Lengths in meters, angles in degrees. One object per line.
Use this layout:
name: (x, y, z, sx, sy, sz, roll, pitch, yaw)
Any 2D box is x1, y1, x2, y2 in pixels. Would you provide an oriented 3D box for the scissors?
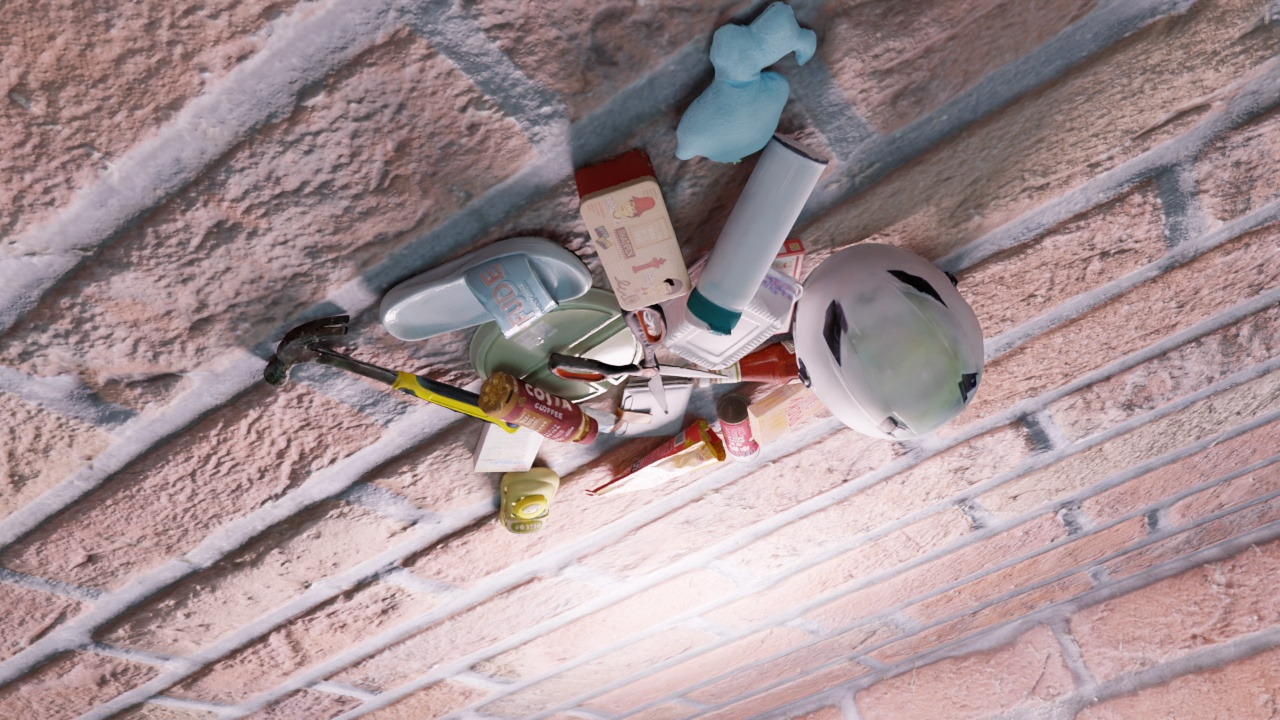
scissors: (-0.006, 0.006, 1.138, 0.221, 0.021, 0.231, -5, 142, 12)

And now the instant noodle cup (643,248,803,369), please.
instant noodle cup: (0.099, -0.053, 1.118, 0.138, 0.060, 0.174, 24, 138, -26)

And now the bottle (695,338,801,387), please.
bottle: (0.179, 0.005, 1.263, 0.206, 0.059, 0.060, -8, 145, -2)

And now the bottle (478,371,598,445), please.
bottle: (-0.128, 0.068, 1.196, 0.058, 0.057, 0.174, -35, 139, 27)

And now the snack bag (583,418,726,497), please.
snack bag: (0.023, 0.164, 1.413, 0.208, 0.073, 0.128, -28, 169, 18)

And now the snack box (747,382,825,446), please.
snack box: (0.230, 0.058, 1.336, 0.157, 0.026, 0.084, -31, 145, -9)

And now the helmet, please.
helmet: (0.313, -0.008, 1.126, 0.229, 0.145, 0.259, -30, 113, 6)

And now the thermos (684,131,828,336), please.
thermos: (0.116, -0.129, 0.985, 0.073, 0.073, 0.225, 12, 116, -32)

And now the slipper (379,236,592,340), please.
slipper: (-0.175, -0.068, 1.029, 0.245, 0.074, 0.104, -16, 144, 6)

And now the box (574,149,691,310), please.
box: (-0.006, -0.143, 0.991, 0.091, 0.077, 0.168, -17, 139, 6)

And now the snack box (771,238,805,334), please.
snack box: (0.156, -0.086, 1.153, 0.077, 0.027, 0.156, -8, 144, -7)

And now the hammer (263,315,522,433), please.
hammer: (-0.285, 0.029, 1.140, 0.323, 0.031, 0.126, 22, 131, -32)

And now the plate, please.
plate: (-0.102, -0.010, 1.172, 0.230, 0.027, 0.231, -9, 144, -7)

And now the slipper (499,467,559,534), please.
slipper: (-0.174, 0.235, 1.442, 0.091, 0.081, 0.191, -4, 146, -17)

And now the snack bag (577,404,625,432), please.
snack bag: (-0.074, 0.082, 1.296, 0.104, 0.026, 0.048, 16, 149, -12)

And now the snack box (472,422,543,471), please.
snack box: (-0.183, 0.107, 1.307, 0.084, 0.026, 0.157, 3, 142, -22)

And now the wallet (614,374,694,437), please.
wallet: (0.017, 0.070, 1.314, 0.106, 0.037, 0.130, -5, 144, -13)

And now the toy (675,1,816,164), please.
toy: (0.099, -0.255, 0.884, 0.161, 0.049, 0.156, -25, 137, 2)

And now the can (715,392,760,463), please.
can: (0.150, 0.105, 1.391, 0.053, 0.053, 0.133, -17, 145, 4)
